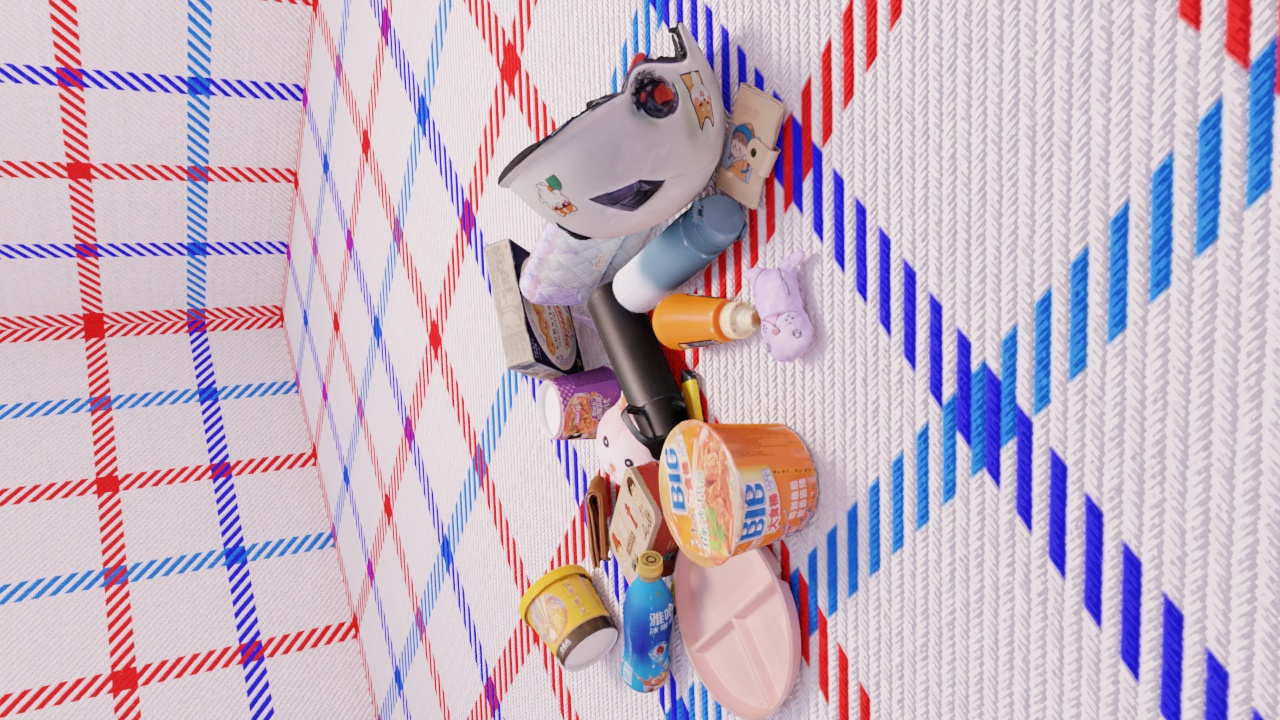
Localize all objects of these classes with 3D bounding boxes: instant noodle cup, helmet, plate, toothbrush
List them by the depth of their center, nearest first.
[{"bbox_3d":[0.104,0.130,0.953,0.151,0.111,0.151,14,107,58],"label":"instant noodle cup"},{"bbox_3d":[-0.008,-0.218,0.985,0.157,0.273,0.231,49,140,-13],"label":"helmet"},{"bbox_3d":[0.109,0.292,1.053,0.230,0.028,0.229,18,111,58],"label":"plate"},{"bbox_3d":[-0.085,0.065,1.280,0.112,0.099,0.111,17,111,57],"label":"instant noodle cup"},{"bbox_3d":[-0.052,-0.040,1.287,0.021,0.029,0.189,-51,34,-5],"label":"toothbrush"},{"bbox_3d":[-0.100,0.381,1.346,0.114,0.118,0.119,46,133,35],"label":"instant noodle cup"}]

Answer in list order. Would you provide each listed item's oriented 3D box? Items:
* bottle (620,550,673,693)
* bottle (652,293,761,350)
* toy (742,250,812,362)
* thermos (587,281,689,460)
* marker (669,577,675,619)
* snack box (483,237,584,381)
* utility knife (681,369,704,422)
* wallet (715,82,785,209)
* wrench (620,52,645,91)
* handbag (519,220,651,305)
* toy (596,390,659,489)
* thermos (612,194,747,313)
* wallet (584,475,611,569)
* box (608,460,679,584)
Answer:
[{"bbox_3d":[0.009,0.326,1.155,0.065,0.065,0.219,46,143,47],"label":"bottle"},{"bbox_3d":[0.078,-0.044,1.027,0.150,0.066,0.067,2,96,52],"label":"bottle"},{"bbox_3d":[0.145,-0.051,0.927,0.084,0.038,0.108,-21,75,50],"label":"toy"},{"bbox_3d":[-0.007,0.007,1.128,0.069,0.089,0.242,-48,47,30],"label":"thermos"},{"bbox_3d":[0.038,0.321,1.191,0.018,0.015,0.124,51,138,44],"label":"marker"},{"bbox_3d":[-0.148,-0.062,1.306,0.046,0.182,0.177,-18,75,16],"label":"snack box"},{"bbox_3d":[0.071,0.097,1.098,0.033,0.015,0.180,153,109,-71],"label":"utility knife"},{"bbox_3d":[0.117,-0.224,0.966,0.087,0.024,0.115,53,136,50],"label":"wallet"},{"bbox_3d":[-0.038,-0.267,1.200,0.016,0.056,0.274,27,122,16],"label":"wrench"},{"bbox_3d":[-0.068,-0.153,1.181,0.194,0.134,0.075,-59,44,46],"label":"handbag"},{"bbox_3d":[-0.009,0.094,1.198,0.121,0.054,0.160,37,120,39],"label":"toy"},{"bbox_3d":[0.042,-0.120,1.063,0.221,0.070,0.070,-34,66,57],"label":"thermos"},{"bbox_3d":[-0.059,0.222,1.273,0.131,0.031,0.108,-78,-16,-87],"label":"wallet"},{"bbox_3d":[0.019,0.202,1.157,0.091,0.075,0.169,59,149,36],"label":"box"}]
